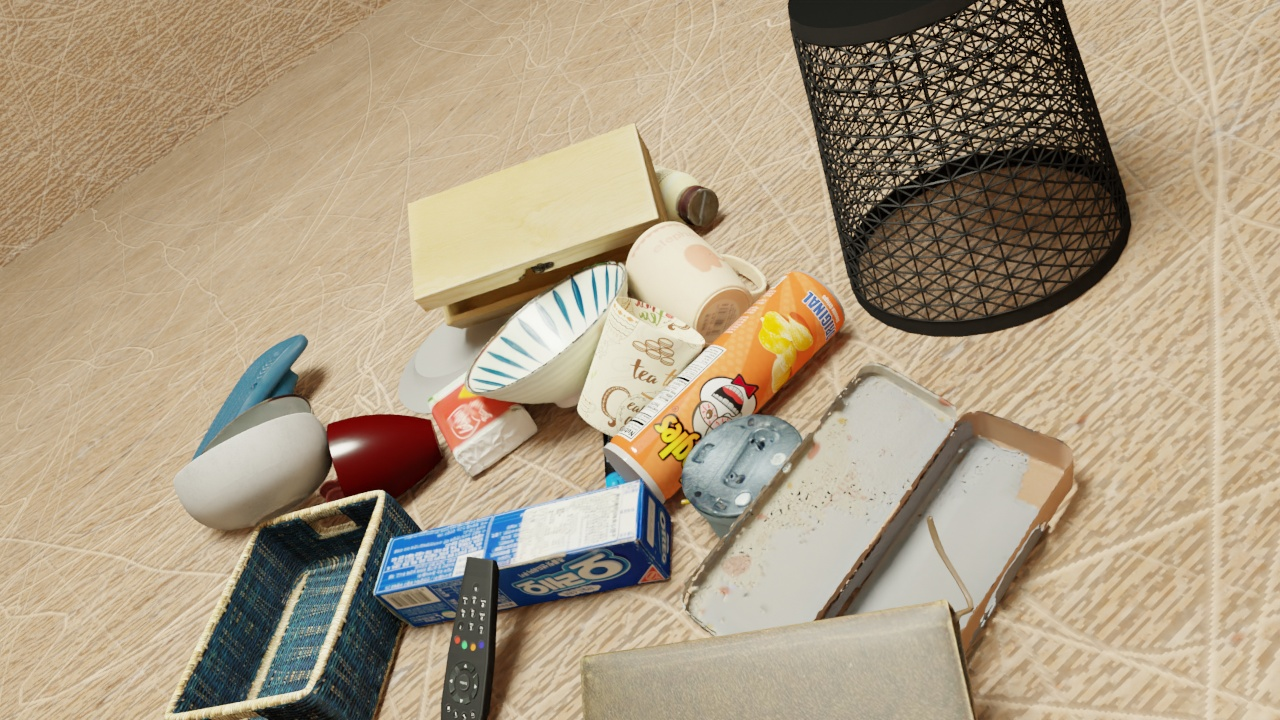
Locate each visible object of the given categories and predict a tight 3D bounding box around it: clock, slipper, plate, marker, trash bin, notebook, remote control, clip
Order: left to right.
[{"bbox_3d":[-0.444,0.062,1.049,0.104,0.059,0.213,8,64,53],"label":"slipper"},{"bbox_3d":[-0.287,0.117,0.898,0.058,0.022,0.038,-37,33,-16],"label":"clip"},{"bbox_3d":[-0.191,-0.014,0.983,0.173,0.019,0.172,-20,37,16],"label":"plate"},{"bbox_3d":[-0.115,0.199,0.629,0.039,0.010,0.124,-2,77,35],"label":"remote control"},{"bbox_3d":[-0.021,0.085,0.742,0.018,0.015,0.122,-24,35,11],"label":"marker"},{"bbox_3d":[0.088,0.087,0.628,0.125,0.052,0.088,10,51,42],"label":"clock"},{"bbox_3d":[0.068,0.192,0.474,0.216,0.034,0.189,-15,62,23],"label":"notebook"},{"bbox_3d":[0.226,-0.180,0.679,0.217,0.243,0.216,-20,37,16],"label":"trash bin"}]

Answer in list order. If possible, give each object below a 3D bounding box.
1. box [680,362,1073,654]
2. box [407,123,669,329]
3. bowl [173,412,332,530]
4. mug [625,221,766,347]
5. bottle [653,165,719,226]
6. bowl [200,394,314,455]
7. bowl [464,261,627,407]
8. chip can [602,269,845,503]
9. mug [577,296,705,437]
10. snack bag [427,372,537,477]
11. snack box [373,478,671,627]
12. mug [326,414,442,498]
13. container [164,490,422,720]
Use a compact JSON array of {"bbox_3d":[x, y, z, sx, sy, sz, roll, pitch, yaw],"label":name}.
[{"bbox_3d":[0.141,0.103,0.551,0.154,0.058,0.216,26,64,35],"label":"box"},{"bbox_3d":[-0.102,-0.135,0.908,0.249,0.140,0.122,-16,-3,9],"label":"box"},{"bbox_3d":[-0.334,0.107,0.815,0.132,0.064,0.132,-31,-6,-4],"label":"bowl"},{"bbox_3d":[0.058,-0.066,0.819,0.111,0.085,0.104,-14,39,-25],"label":"mug"},{"bbox_3d":[0.022,-0.180,0.991,0.056,0.056,0.162,-41,37,-13],"label":"bottle"},{"bbox_3d":[-0.389,0.108,0.951,0.151,0.057,0.150,-19,38,16],"label":"bowl"},{"bbox_3d":[-0.067,-0.007,0.826,0.177,0.071,0.177,-31,23,15],"label":"bowl"},{"bbox_3d":[0.067,0.019,0.714,0.210,0.062,0.062,-43,37,-15],"label":"chip can"},{"bbox_3d":[-0.005,0.005,0.765,0.121,0.081,0.097,-84,20,-75],"label":"mug"},{"bbox_3d":[-0.150,0.052,0.860,0.077,0.036,0.116,-36,36,-7],"label":"snack bag"},{"bbox_3d":[-0.089,0.147,0.683,0.227,0.059,0.059,-17,41,22],"label":"snack box"},{"bbox_3d":[-0.235,0.081,0.857,0.088,0.087,0.114,-18,29,-10],"label":"mug"},{"bbox_3d":[-0.263,0.207,0.727,0.145,0.071,0.187,-17,38,20],"label":"container"}]
